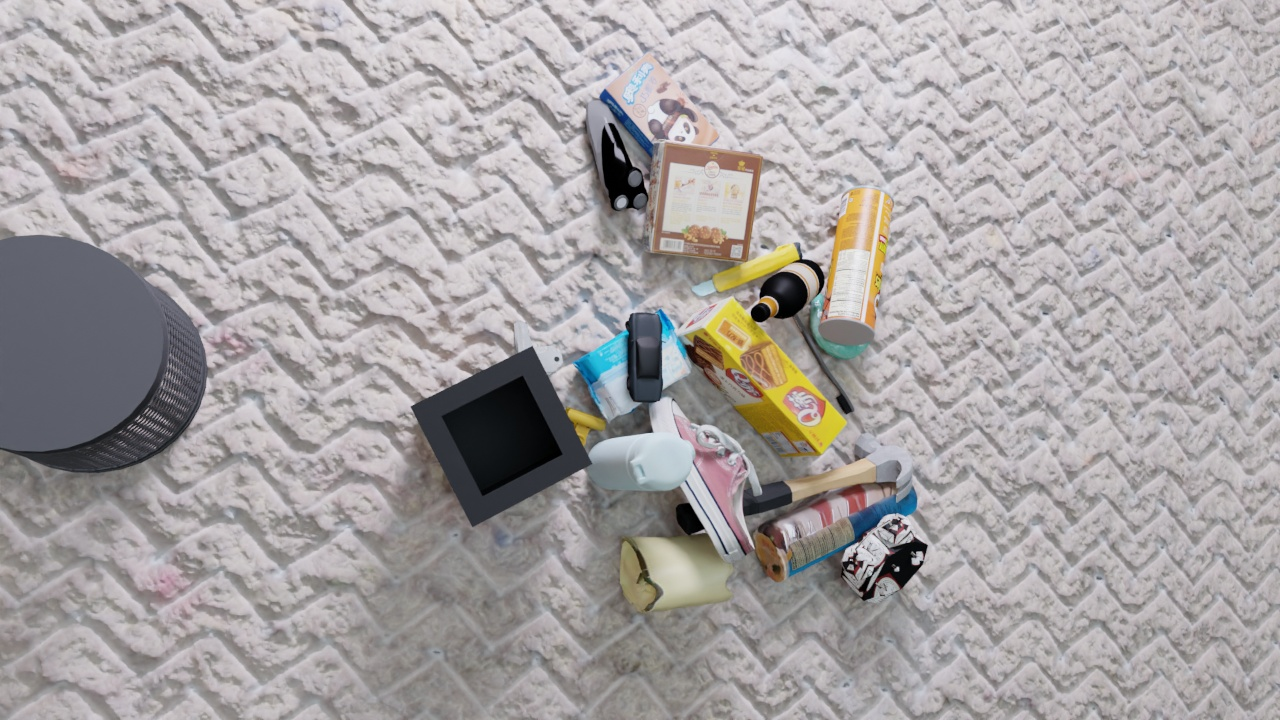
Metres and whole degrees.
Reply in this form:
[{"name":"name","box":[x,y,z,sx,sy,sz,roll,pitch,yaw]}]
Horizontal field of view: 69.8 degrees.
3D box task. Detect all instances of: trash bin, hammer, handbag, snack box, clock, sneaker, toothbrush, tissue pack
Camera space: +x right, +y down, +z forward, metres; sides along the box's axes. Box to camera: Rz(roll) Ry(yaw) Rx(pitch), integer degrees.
[{"name":"trash bin","box":[-0.158,0.081,1.035,0.139,0.172,0.139,-27,93,-10]},{"name":"hammer","box":[0.205,0.169,1.201,0.327,0.131,0.039,-12,112,-16]},{"name":"handbag","box":[0.040,0.263,1.130,0.119,0.111,0.081,0,99,-19]},{"name":"trash bin","box":[-0.549,-0.002,0.886,0.217,0.228,0.217,3,82,-20]},{"name":"snack box","box":[0.154,0.026,1.201,0.230,0.110,0.061,47,70,-9]},{"name":"snack box","box":[0.026,-0.330,1.241,0.151,0.034,0.087,48,71,-8]},{"name":"clock","box":[0.325,0.264,1.214,0.114,0.065,0.155,-39,139,-5]},{"name":"snack box","box":[0.082,-0.210,1.219,0.143,0.041,0.147,3,101,-19]},{"name":"sneaker","box":[0.087,0.128,1.124,0.088,0.118,0.241,-30,58,3]},{"name":"toothbrush","box":[0.256,0.003,1.294,0.013,0.013,0.167,-31,94,-13]},{"name":"tissue pack","box":[-0.007,0.007,1.172,0.144,0.062,0.093,-32,94,-18]}]

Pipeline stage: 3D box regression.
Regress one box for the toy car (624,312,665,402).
[{"name":"toy car","box":[0.006,-0.004,1.125,0.046,0.034,0.112,2,84,-18]}]

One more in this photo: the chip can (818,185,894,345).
[{"name":"chip can","box":[0.301,-0.133,1.276,0.075,0.075,0.214,21,67,-16]}]

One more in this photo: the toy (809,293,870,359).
[{"name":"toy","box":[0.283,-0.044,1.301,0.105,0.033,0.084,24,65,-14]}]

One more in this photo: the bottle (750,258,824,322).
[{"name":"bottle","box":[0.188,-0.086,1.208,0.059,0.059,0.181,61,35,-4]}]

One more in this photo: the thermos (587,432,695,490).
[{"name":"thermos","box":[-0.003,0.120,1.080,0.077,0.207,0.065,-18,89,-22]}]

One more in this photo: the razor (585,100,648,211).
[{"name":"razor","box":[-0.037,-0.271,1.203,0.057,0.060,0.156,-11,67,-32]}]

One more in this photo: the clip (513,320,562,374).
[{"name":"clip","box":[-0.126,-0.001,1.141,0.058,0.050,0.101,-4,85,-8]}]

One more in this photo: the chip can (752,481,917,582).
[{"name":"chip can","box":[0.263,0.216,1.237,0.229,0.080,0.080,-21,90,-22]}]

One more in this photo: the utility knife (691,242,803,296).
[{"name":"utility knife","box":[0.150,-0.125,1.269,0.178,0.017,0.030,-22,86,-21]}]

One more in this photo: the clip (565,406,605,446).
[{"name":"clip","box":[-0.074,0.086,1.155,0.054,0.045,0.048,21,51,-18]}]
